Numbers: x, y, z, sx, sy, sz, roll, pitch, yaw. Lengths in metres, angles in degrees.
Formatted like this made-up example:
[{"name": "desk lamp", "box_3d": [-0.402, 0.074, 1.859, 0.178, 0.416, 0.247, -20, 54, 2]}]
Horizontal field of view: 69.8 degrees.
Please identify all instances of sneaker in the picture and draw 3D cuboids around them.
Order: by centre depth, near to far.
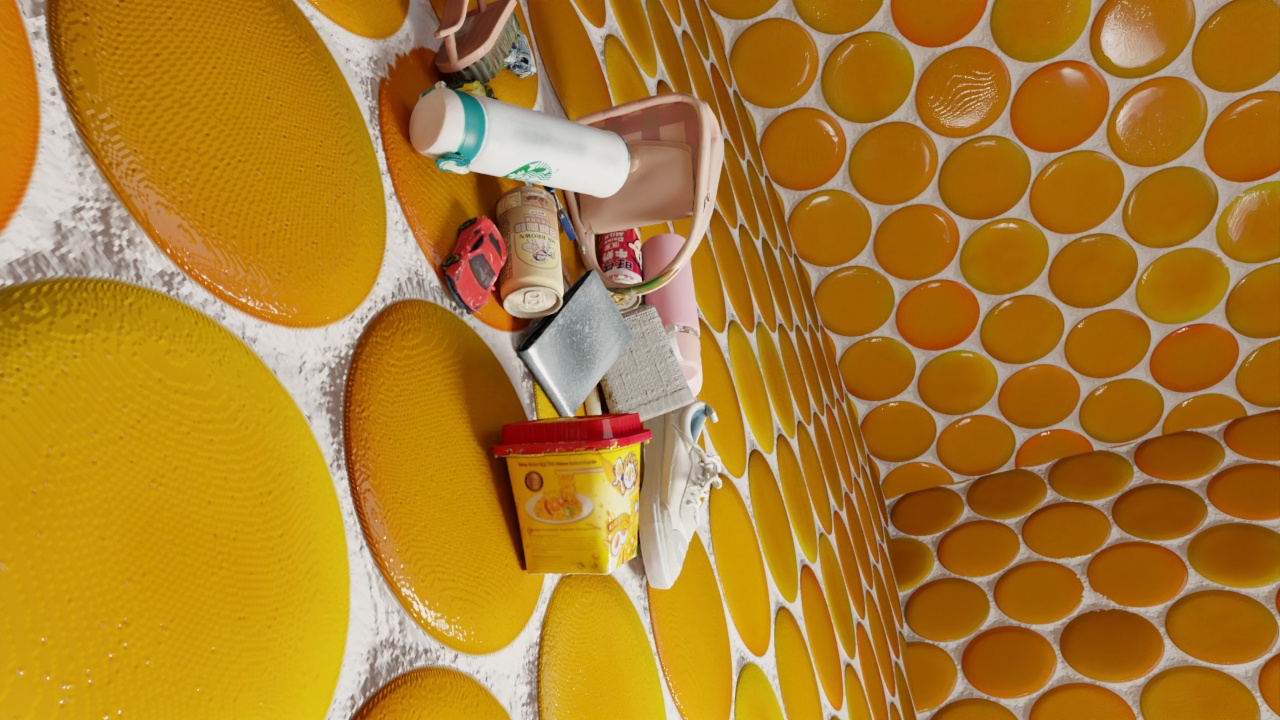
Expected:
[{"name": "sneaker", "box_3d": [0.049, 0.143, 1.024, 0.090, 0.091, 0.241, 73, 15, -47]}]

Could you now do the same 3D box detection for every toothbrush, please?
[{"name": "toothbrush", "box_3d": [-0.039, 0.105, 0.948, 0.018, 0.016, 0.191, 57, 22, -69]}]

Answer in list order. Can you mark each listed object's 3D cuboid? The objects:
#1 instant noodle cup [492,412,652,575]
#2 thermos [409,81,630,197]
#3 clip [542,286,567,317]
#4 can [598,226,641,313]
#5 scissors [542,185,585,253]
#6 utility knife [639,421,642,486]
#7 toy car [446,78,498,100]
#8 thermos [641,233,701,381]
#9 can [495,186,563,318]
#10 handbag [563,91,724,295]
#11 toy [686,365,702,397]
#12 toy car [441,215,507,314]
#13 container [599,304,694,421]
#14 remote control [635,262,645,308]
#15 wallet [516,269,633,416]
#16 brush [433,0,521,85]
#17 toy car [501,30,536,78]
[{"name": "instant noodle cup", "box_3d": [-0.052, 0.110, 0.766, 0.116, 0.116, 0.123, -2, 88, -72]}, {"name": "thermos", "box_3d": [-0.106, -0.194, 0.835, 0.223, 0.073, 0.073, -1, 74, -50]}, {"name": "clip", "box_3d": [-0.089, -0.070, 0.931, 0.084, 0.035, 0.104, 61, 14, -26]}, {"name": "can", "box_3d": [-0.025, -0.122, 1.129, 0.053, 0.053, 0.132, 55, 25, -44]}, {"name": "scissors", "box_3d": [-0.089, -0.167, 0.972, 0.175, 0.012, 0.162, 62, -2, 20]}, {"name": "utility knife", "box_3d": [-0.011, 0.088, 1.047, 0.033, 0.015, 0.153, 49, 30, -39]}, {"name": "toy car", "box_3d": [-0.147, -0.221, 0.863, 0.105, 0.048, 0.032, 45, 46, -55]}, {"name": "thermos", "box_3d": [0.038, -0.072, 1.179, 0.087, 0.067, 0.198, 69, 15, -58]}, {"name": "can", "box_3d": [-0.105, -0.103, 0.863, 0.058, 0.059, 0.116, 43, 35, -57]}, {"name": "handbag", "box_3d": [-0.001, -0.183, 1.066, 0.093, 0.194, 0.234, 34, 53, -60]}, {"name": "toy", "box_3d": [0.049, -0.027, 1.264, 0.121, 0.054, 0.159, 41, 39, -61]}, {"name": "toy car", "box_3d": [-0.140, -0.083, 0.789, 0.106, 0.031, 0.049, -79, 147, -51]}, {"name": "container", "box_3d": [-0.006, 0.006, 0.993, 0.090, 0.090, 0.114, 163, -93, -86]}, {"name": "remote control", "box_3d": [-0.011, -0.093, 1.200, 0.058, 0.021, 0.149, 51, 29, -50]}, {"name": "wallet", "box_3d": [-0.060, -0.016, 0.896, 0.120, 0.019, 0.097, -52, 133, -26]}, {"name": "brush", "box_3d": [-0.162, -0.313, 0.877, 0.145, 0.063, 0.073, -82, 154, -49]}, {"name": "toy car", "box_3d": [-0.141, -0.346, 1.018, 0.105, 0.031, 0.049, -27, 101, -73]}]
